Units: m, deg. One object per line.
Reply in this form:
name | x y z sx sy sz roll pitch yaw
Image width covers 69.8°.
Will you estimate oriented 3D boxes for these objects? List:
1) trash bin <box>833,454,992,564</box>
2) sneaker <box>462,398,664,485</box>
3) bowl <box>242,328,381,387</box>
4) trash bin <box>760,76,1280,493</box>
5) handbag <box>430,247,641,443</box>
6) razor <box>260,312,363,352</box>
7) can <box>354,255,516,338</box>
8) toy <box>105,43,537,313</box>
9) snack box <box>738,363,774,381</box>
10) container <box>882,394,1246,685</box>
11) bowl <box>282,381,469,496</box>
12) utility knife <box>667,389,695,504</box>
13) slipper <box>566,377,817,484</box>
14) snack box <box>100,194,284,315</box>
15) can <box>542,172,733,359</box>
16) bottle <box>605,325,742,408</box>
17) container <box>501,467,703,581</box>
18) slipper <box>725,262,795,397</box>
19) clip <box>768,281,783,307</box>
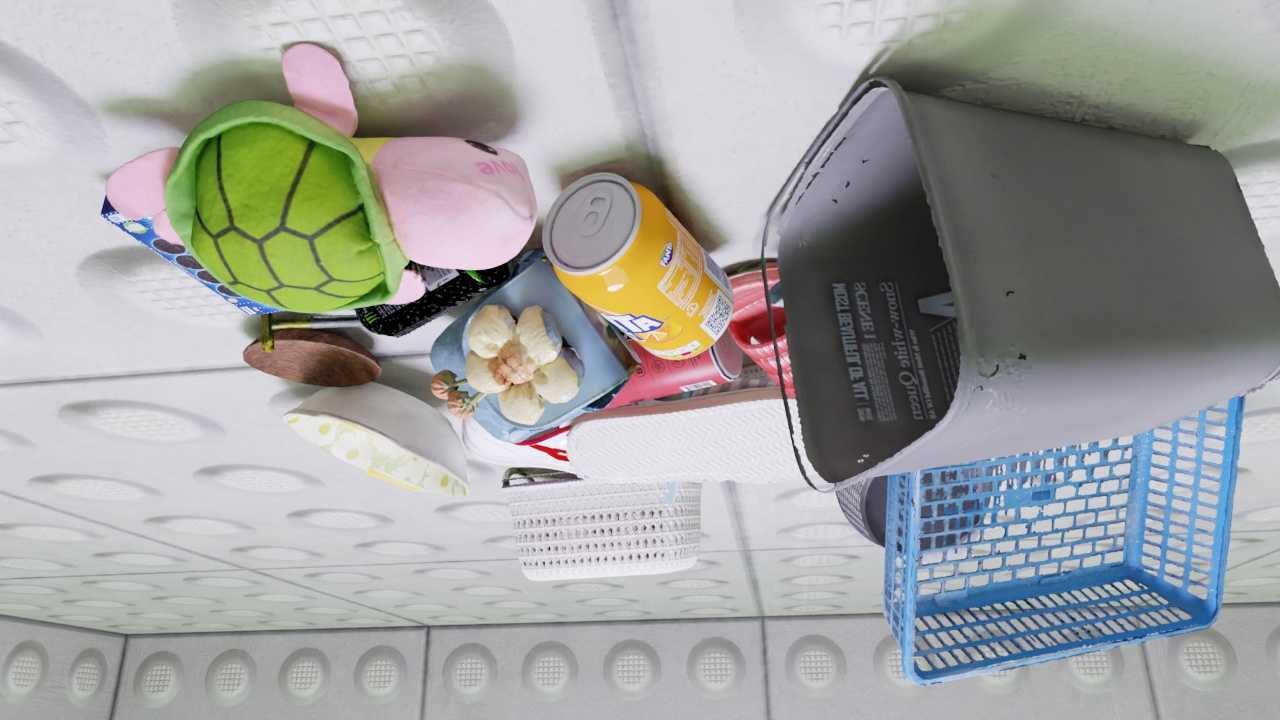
trash bin | 0.306 0.148 1.019 0.157 0.156 0.183 -8 159 18
sneaker | -0.051 0.058 0.885 0.236 0.090 0.104 9 155 -9
bowl | -0.280 -0.008 0.791 0.102 0.026 0.114 -19 152 39
trash bin | 0.216 -0.037 0.541 0.220 0.197 0.198 -2 159 -15
handbag | -0.093 0.002 0.681 0.118 0.122 0.192 -39 -171 -36
razor | -0.247 -0.031 0.735 0.105 0.042 0.026 -3 157 -19
can | -0.145 -0.057 0.638 0.138 0.053 0.054 -21 150 40
toy | -0.175 -0.083 0.520 0.238 0.087 0.190 0 137 3
snack box | 0.175 0.019 0.863 0.150 0.026 0.082 -11 153 23
container | 0.387 0.143 0.868 0.361 0.257 0.089 -4 -169 -18
bowl | -0.245 0.070 0.896 0.188 0.060 0.220 19 158 4
utility knife | 0.041 0.076 0.893 0.022 0.148 0.015 0 -156 -25
slipper | 0.067 0.067 0.848 0.272 0.054 0.115 -3 131 -2
snack box | -0.273 -0.076 0.624 0.082 0.027 0.150 -7 157 14
can | 0.002 -0.059 0.605 0.079 0.079 0.142 -11 155 25
bottle | -0.005 0.005 0.781 0.177 0.062 0.062 -14 154 29
container | -0.040 0.191 1.126 0.252 0.143 0.184 -7 171 16
slipper | 0.155 -0.003 0.742 0.248 0.059 0.104 28 142 -34
clip | 0.157 -0.045 0.657 0.164 0.030 0.173 38 105 -27
